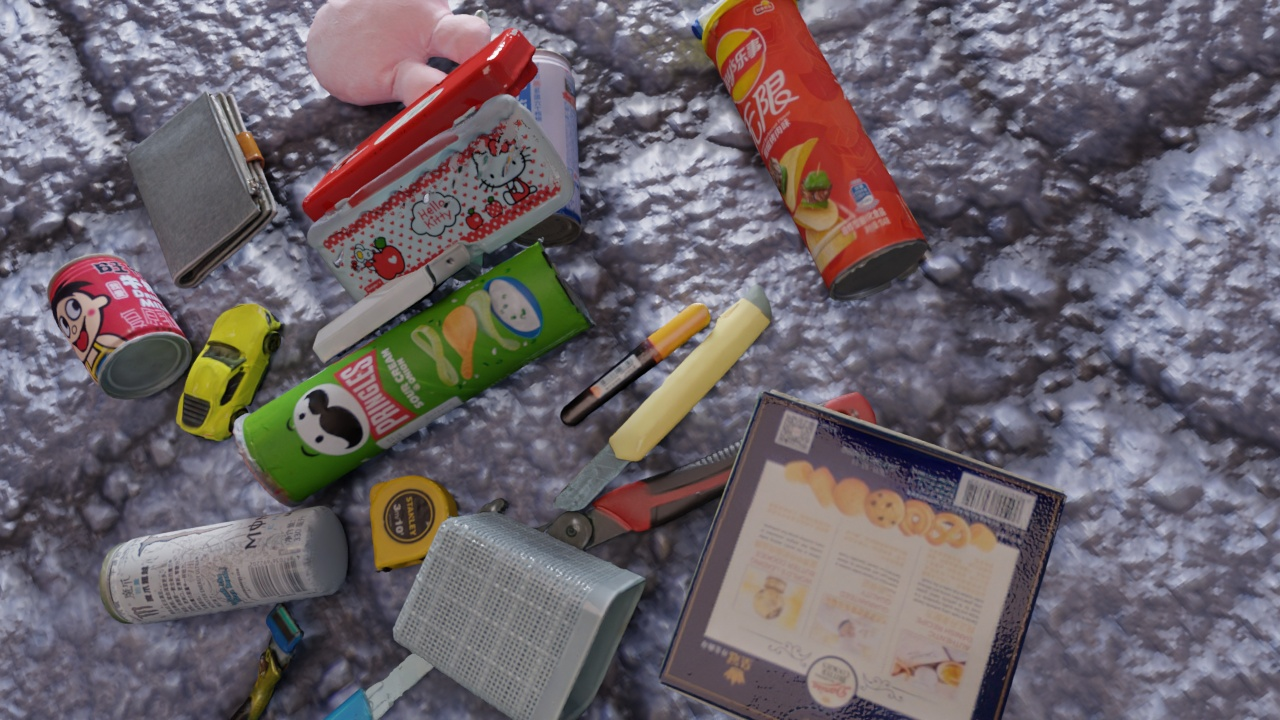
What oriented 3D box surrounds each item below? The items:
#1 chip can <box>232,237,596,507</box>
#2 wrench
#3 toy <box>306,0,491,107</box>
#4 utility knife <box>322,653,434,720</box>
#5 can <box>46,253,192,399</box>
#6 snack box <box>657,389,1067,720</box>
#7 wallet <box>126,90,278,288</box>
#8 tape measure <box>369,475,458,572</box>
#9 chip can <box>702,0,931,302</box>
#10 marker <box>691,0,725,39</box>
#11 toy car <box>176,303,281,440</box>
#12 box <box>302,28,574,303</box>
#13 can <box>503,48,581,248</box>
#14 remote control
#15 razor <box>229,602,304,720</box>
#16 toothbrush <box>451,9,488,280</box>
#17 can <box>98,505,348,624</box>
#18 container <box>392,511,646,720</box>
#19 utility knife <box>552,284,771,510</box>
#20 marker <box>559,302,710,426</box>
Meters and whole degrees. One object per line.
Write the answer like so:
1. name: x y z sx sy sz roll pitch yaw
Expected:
1. chip can: -0.147 0.008 0.613 0.236 0.072 0.072 -31 70 -1
2. wrench: 0.019 0.081 0.588 0.273 0.016 0.056 -19 71 5
3. toy: -0.187 -0.243 0.705 0.159 0.054 0.121 35 91 25
4. utility knife: -0.190 0.235 0.579 0.234 0.018 0.034 -42 70 -5
5. can: -0.381 -0.026 0.670 0.066 0.066 0.094 -42 70 -4
6. snack box: 0.125 0.131 0.527 0.178 0.046 0.182 20 80 11
7. wallet: -0.336 -0.135 0.712 0.107 0.037 0.129 -34 69 10
8. tape measure: -0.149 0.106 0.605 0.057 0.029 0.060 -15 71 7
9. chip can: 0.112 -0.147 0.612 0.073 0.073 0.216 -22 71 3
10. marker: 0.098 -0.290 0.688 0.145 0.017 0.017 -39 70 -3
11. toy car: -0.300 0.006 0.663 0.048 0.032 0.105 15 75 15
12. box: -0.137 -0.123 0.636 0.202 0.100 0.110 -26 30 28
13. can: -0.071 -0.152 0.657 0.053 0.053 0.134 -6 72 9
14. remote control: -0.170 -0.038 0.618 0.125 0.048 0.024 -27 104 29
15. razor: -0.256 0.230 0.591 0.043 0.022 0.142 23 81 50
16. toothbrush: -0.126 -0.167 0.687 0.026 0.027 0.224 8 71 -24
17. can: -0.271 0.135 0.603 0.147 0.058 0.058 -10 71 7
18. container: -0.071 0.148 0.536 0.111 0.090 0.090 24 90 14
19. utility knife: 0.018 0.025 0.597 0.031 0.021 0.201 40 73 22
20. marker: -0.004 0.004 0.618 0.124 0.015 0.018 -38 69 0
